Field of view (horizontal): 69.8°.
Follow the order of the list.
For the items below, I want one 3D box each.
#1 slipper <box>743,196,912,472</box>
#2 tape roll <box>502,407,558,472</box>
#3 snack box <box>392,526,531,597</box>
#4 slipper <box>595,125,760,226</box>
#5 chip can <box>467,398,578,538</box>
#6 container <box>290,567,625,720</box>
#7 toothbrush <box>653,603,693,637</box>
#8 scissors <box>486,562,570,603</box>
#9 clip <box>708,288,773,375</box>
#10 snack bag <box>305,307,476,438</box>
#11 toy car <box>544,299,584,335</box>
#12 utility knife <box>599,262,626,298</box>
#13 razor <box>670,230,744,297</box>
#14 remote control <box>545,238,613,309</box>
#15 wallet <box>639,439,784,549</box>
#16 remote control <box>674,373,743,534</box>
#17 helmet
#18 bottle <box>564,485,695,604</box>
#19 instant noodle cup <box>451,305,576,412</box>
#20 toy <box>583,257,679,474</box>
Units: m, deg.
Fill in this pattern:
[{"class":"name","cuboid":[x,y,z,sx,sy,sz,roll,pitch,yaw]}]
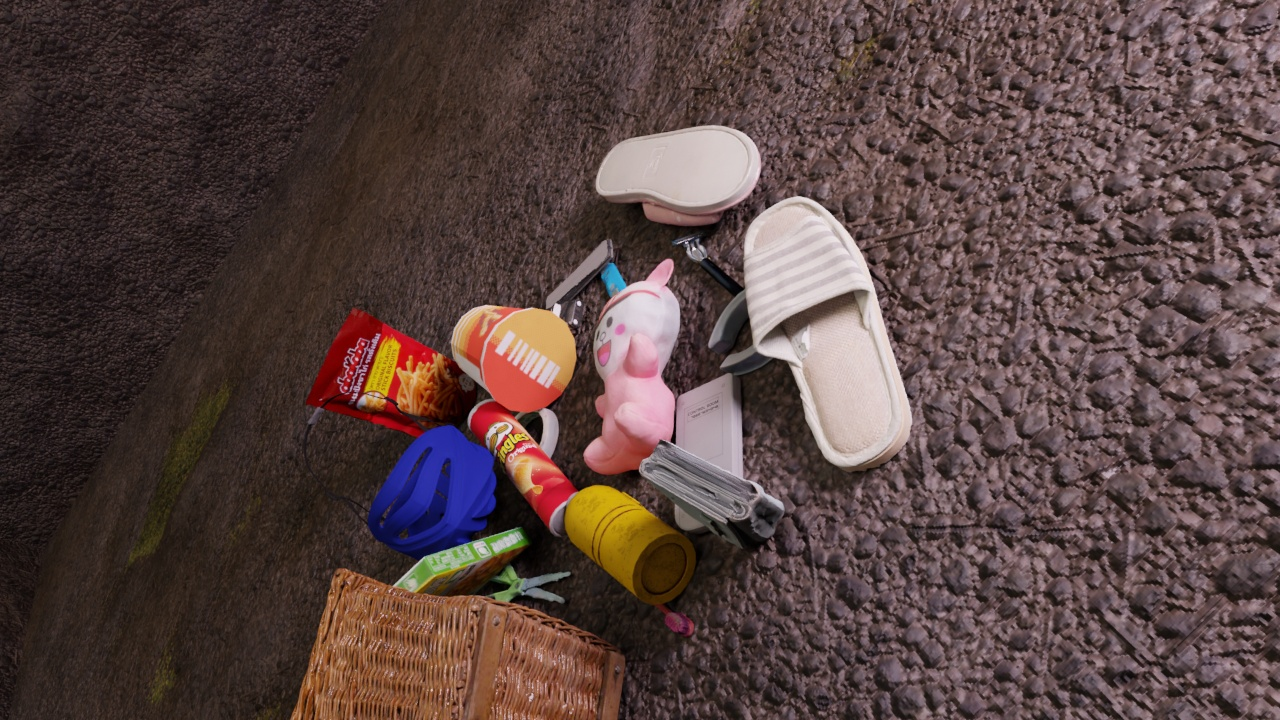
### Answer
[{"class":"slipper","cuboid":[0.154,-0.032,0.795,0.115,0.054,0.272,-32,56,24]},{"class":"tape roll","cuboid":[-0.136,0.100,1.116,0.094,0.018,0.093,-29,47,36]},{"class":"snack box","cuboid":[-0.208,0.237,0.978,0.132,0.167,0.027,-43,72,22]},{"class":"slipper","cuboid":[0.045,-0.213,1.070,0.275,0.054,0.114,19,82,51]},{"class":"chip can","cuboid":[-0.130,0.118,1.041,0.052,0.051,0.215,-57,44,7]},{"class":"container","cuboid":[-0.143,0.296,0.820,0.184,0.250,0.162,-11,58,36]},{"class":"toothbrush","cuboid":[-0.008,0.213,0.885,0.190,0.016,0.016,27,90,54]},{"class":"scissors","cuboid":[-0.134,0.260,1.014,0.175,0.032,0.092,-9,58,52]},{"class":"clip","cuboid":[0.126,-0.066,0.896,0.163,0.028,0.114,-45,41,20]},{"class":"snack bag","cuboid":[-0.330,0.030,1.237,0.067,0.207,0.139,28,89,54]},{"class":"toy car","cuboid":[-0.109,-0.050,1.165,0.092,0.037,0.040,-18,54,44]},{"class":"utility knife","cuboid":[-0.028,-0.081,1.107,0.031,0.015,0.185,-48,36,18]},{"class":"razor","cuboid":[0.080,-0.096,0.980,0.042,0.022,0.144,-22,41,-13]},{"class":"remote control","cuboid":[-0.079,-0.103,1.174,0.137,0.013,0.033,-40,41,35]},{"class":"wallet","cuboid":[0.060,0.110,0.752,0.100,0.131,0.054,22,77,23]},{"class":"remote control","cuboid":[0.066,0.090,0.874,0.074,0.019,0.150,-27,47,38]},{"class":"helmet","cuboid":[-0.269,0.125,1.020,0.147,0.227,0.242,-58,12,-4]},{"class":"bottle","cuboid":[-0.021,0.168,0.888,0.164,0.071,0.071,24,86,54]},{"class":"instant noodle cup","cuboid":[-0.164,-0.012,1.127,0.121,0.123,0.123,20,83,52]},{"class":"toy","cuboid":[-0.006,0.006,0.956,0.142,0.084,0.212,129,147,-53]}]
